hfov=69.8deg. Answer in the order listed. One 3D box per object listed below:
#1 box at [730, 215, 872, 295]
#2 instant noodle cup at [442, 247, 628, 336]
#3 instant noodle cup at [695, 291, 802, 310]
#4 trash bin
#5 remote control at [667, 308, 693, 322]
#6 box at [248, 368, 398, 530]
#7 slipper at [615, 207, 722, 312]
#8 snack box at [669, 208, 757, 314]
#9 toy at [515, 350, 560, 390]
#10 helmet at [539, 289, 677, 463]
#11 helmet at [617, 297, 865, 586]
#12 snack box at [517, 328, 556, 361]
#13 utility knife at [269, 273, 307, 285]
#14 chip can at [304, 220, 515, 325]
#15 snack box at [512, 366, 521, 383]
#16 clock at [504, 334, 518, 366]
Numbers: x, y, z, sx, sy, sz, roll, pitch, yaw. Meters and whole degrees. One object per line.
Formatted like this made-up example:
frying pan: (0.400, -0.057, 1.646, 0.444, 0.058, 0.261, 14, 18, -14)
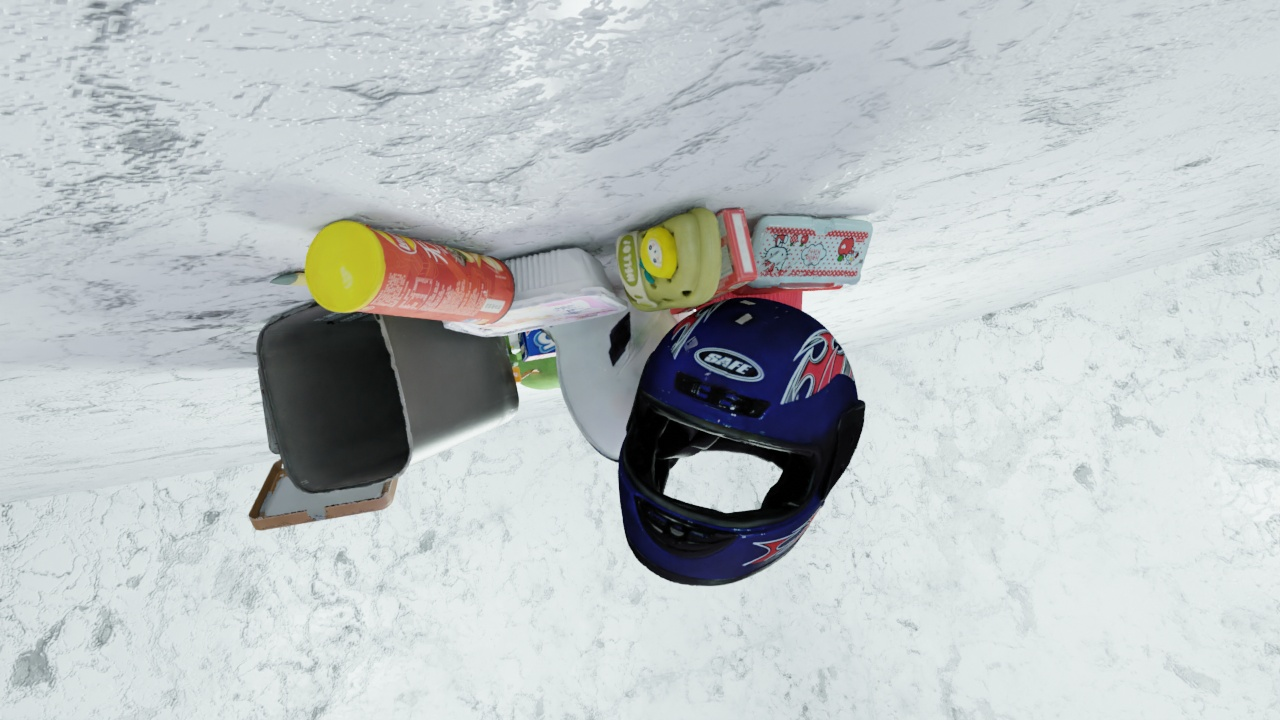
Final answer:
box: (0.178, -0.131, 1.057, 0.201, 0.095, 0.102, -6, 131, -40)
instant noodle cup: (-0.112, -0.072, 0.968, 0.174, 0.060, 0.138, -12, 173, 13)
instant noodle cup: (0.144, -0.083, 1.223, 0.194, 0.066, 0.194, -5, -177, 0)
trash bin: (-0.271, 0.023, 1.035, 0.199, 0.198, 0.219, -13, -178, 31)
remote control: (0.052, -0.071, 1.332, 0.019, 0.056, 0.135, -13, 174, 19)
box: (-0.402, 0.099, 1.201, 0.179, 0.271, 0.131, -11, 147, 1)
slipper: (0.014, -0.092, 0.922, 0.081, 0.091, 0.191, -6, 176, -25)
snack box: (0.069, -0.102, 0.980, 0.025, 0.075, 0.153, -8, 173, -26)
toy: (-0.121, -0.002, 1.501, 0.247, 0.090, 0.226, -12, -174, 38)
helmet: (-0.007, 0.007, 1.181, 0.146, 0.229, 0.258, -29, -168, 13)
helmet: (0.104, 0.061, 0.984, 0.247, 0.241, 0.314, 17, -150, 21)
snack box: (-0.075, -0.044, 1.346, 0.207, 0.057, 0.058, -10, 176, -16)
utility knife: (-0.257, -0.074, 0.883, 0.031, 0.020, 0.195, -10, 170, 44)
chip can: (-0.190, -0.071, 0.801, 0.073, 0.073, 0.216, -14, 174, 22)
snack box: (-0.254, 0.032, 1.306, 0.153, 0.026, 0.075, -6, 172, -39)
clock: (-0.242, -0.011, 1.325, 0.116, 0.056, 0.161, -13, 174, 2)
